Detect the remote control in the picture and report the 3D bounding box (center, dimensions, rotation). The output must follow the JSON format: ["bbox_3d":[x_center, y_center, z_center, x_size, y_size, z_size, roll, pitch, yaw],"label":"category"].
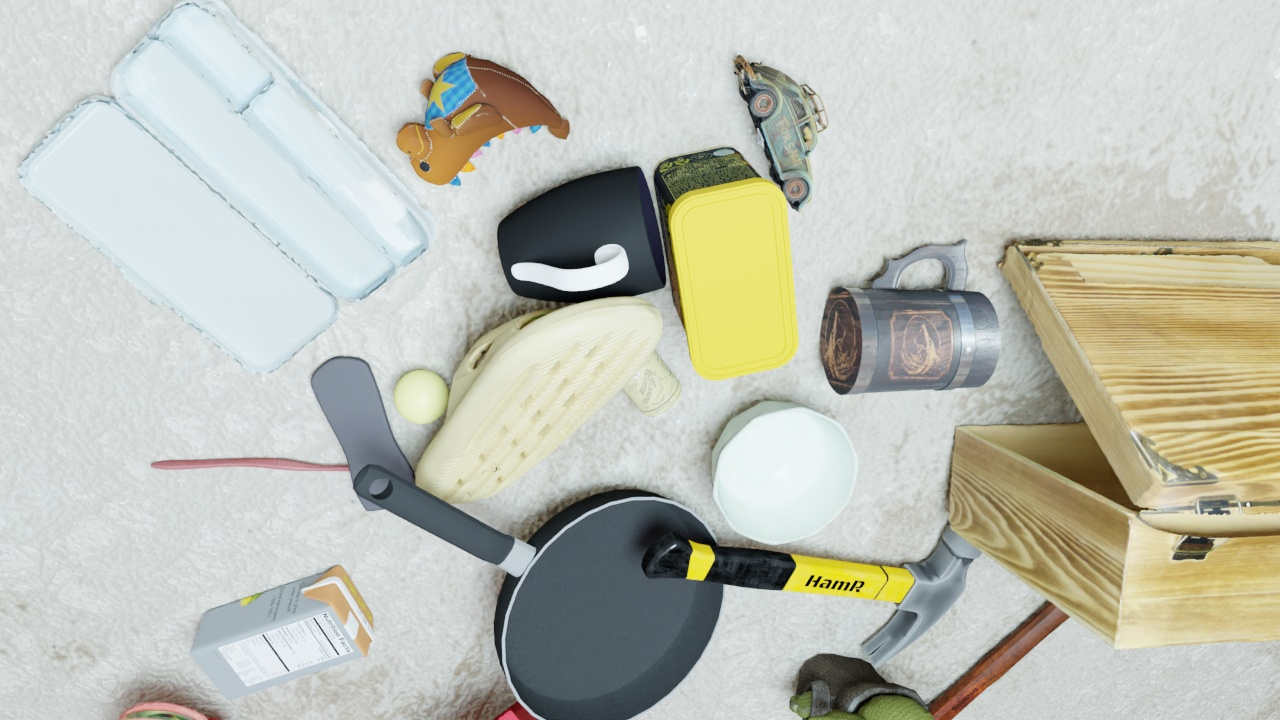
[{"bbox_3d":[-0.207,0.055,0.691,0.046,0.009,0.124,-18,107,-1],"label":"remote control"}]

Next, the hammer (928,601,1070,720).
[{"bbox_3d":[0.356,0.302,0.915,0.111,0.028,0.301,32,109,-24],"label":"hammer"}]

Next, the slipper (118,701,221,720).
[{"bbox_3d":[-0.405,0.355,0.809,0.103,0.059,0.249,7,132,-14],"label":"slipper"}]

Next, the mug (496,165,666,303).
[{"bbox_3d":[-0.041,-0.071,0.600,0.100,0.118,0.085,-11,115,9],"label":"mug"}]

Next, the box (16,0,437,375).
[{"bbox_3d":[-0.264,-0.103,0.601,0.190,0.037,0.209,-35,118,19],"label":"box"}]

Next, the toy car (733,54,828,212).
[{"bbox_3d":[0.100,-0.156,0.613,0.047,0.047,0.112,-22,120,9],"label":"toy car"}]

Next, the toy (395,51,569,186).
[{"bbox_3d":[-0.101,-0.146,0.598,0.103,0.070,0.090,15,131,-41],"label":"toy"}]

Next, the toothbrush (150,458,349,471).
[{"bbox_3d":[-0.278,0.078,0.703,0.184,0.015,0.016,1,115,-8],"label":"toothbrush"}]

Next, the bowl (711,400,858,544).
[{"bbox_3d":[0.107,0.081,0.733,0.117,0.061,0.117,-4,111,-10],"label":"bowl"}]

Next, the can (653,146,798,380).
[{"bbox_3d":[0.055,-0.070,0.623,0.072,0.101,0.131,-12,119,-2],"label":"can"}]

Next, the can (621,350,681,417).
[{"bbox_3d":[-0.004,0.004,0.690,0.038,0.038,0.079,-34,118,10],"label":"can"}]

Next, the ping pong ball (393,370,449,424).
[{"bbox_3d":[-0.162,0.027,0.677,0.040,0.040,0.040,-4,119,-7],"label":"ping pong ball"}]

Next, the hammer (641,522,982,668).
[{"bbox_3d":[0.147,0.188,0.789,0.324,0.034,0.170,13,116,-26],"label":"hammer"}]

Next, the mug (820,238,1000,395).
[{"bbox_3d":[0.201,-0.033,0.688,0.107,0.080,0.116,-1,92,-10],"label":"mug"}]

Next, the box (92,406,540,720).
[{"bbox_3d":[-0.220,0.284,0.766,0.215,0.138,0.467,-40,109,14],"label":"box"}]

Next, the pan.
[{"bbox_3d":[-0.074,0.163,0.711,0.355,0.044,0.204,38,84,-33],"label":"pan"}]

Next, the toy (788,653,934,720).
[{"bbox_3d":[0.209,0.329,0.845,0.179,0.153,0.078,13,88,-16],"label":"toy"}]

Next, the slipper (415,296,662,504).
[{"bbox_3d":[-0.091,0.018,0.649,0.111,0.079,0.262,-3,148,-41],"label":"slipper"}]

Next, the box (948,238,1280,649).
[{"bbox_3d":[0.421,0.046,0.664,0.279,0.269,0.264,1,102,-9],"label":"box"}]

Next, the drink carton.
[{"bbox_3d":[-0.293,0.226,0.760,0.125,0.048,0.076,-19,119,1],"label":"drink carton"}]
